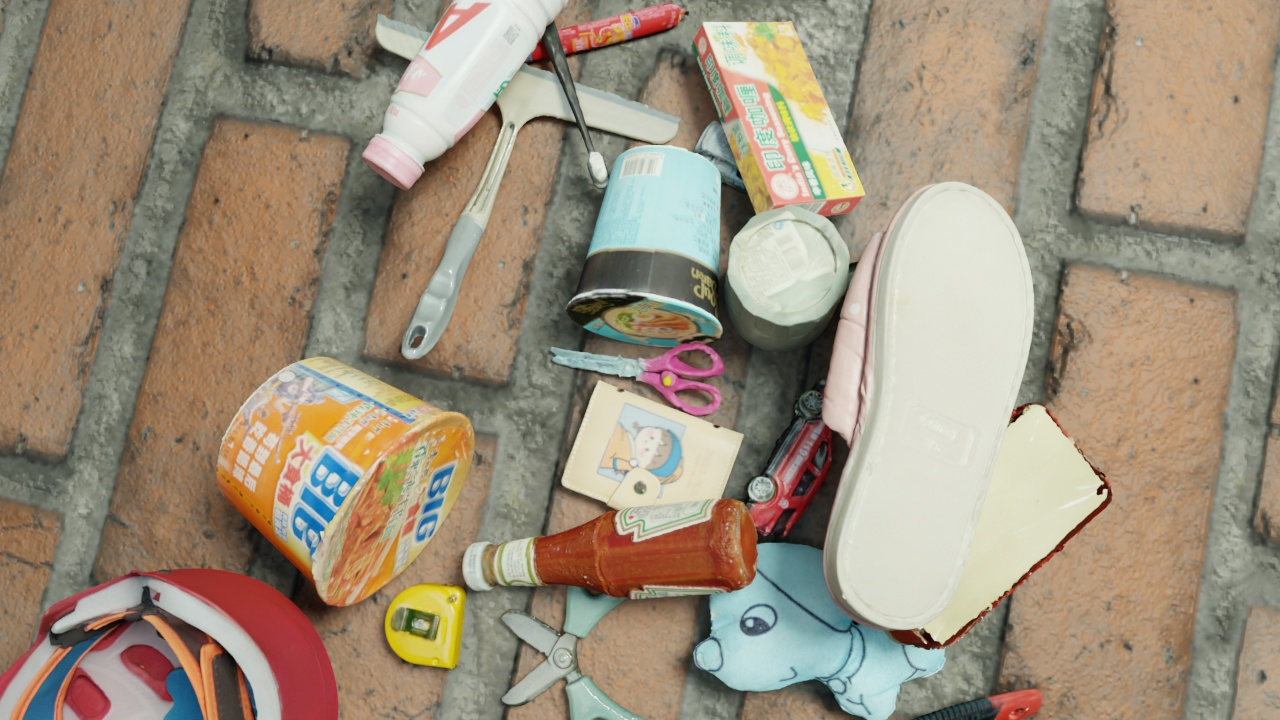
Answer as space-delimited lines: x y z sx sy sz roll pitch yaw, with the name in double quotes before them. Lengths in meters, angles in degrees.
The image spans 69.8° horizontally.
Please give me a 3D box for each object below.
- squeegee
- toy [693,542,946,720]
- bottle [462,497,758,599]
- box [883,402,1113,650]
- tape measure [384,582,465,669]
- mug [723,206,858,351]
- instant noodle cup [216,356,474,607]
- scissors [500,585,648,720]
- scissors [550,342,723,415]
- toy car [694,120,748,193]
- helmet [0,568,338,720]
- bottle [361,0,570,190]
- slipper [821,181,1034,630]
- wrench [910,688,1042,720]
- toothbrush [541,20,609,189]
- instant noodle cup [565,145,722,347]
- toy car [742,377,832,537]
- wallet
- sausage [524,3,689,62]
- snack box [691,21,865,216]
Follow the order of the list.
"squeegee" -0.124 -0.110 0.687 0.246 0.039 0.246 19 75 0
"toy" 0.119 0.180 0.630 0.161 0.050 0.156 -37 80 -10
"bottle" -0.025 0.133 0.626 0.206 0.059 0.059 -10 82 19
"box" 0.215 0.104 0.597 0.168 0.080 0.091 -35 81 -14
"tape measure" -0.156 0.191 0.664 0.057 0.029 0.060 5 83 7
"mug" 0.118 -0.059 0.632 0.124 0.103 0.083 -14 81 4
"instant noodle cup" -0.204 0.075 0.629 0.111 0.151 0.151 30 86 16
"scissors" -0.010 0.208 0.654 0.173 0.019 0.170 39 89 10
"scissors" -0.005 0.003 0.671 0.135 0.017 0.063 13 122 13
"toy car" 0.083 -0.146 0.681 0.090 0.034 0.043 30 83 7
"helmet" -0.307 0.245 0.617 0.240 0.143 0.207 -27 81 16
"bottle" -0.126 -0.212 0.656 0.068 0.068 0.196 33 83 8
"slipper" 0.166 0.024 0.555 0.114 0.054 0.274 16 80 -13
"wrench" 0.141 0.269 0.620 0.273 0.056 0.016 -19 39 1
"toothbrush" -0.056 -0.211 0.689 0.015 0.018 0.181 -19 77 -1
"instant noodle cup" 0.012 -0.082 0.650 0.111 0.111 0.120 7 75 6
"toy car" 0.110 0.069 0.643 0.045 0.053 0.120 28 89 6
"wallet" 0.007 0.074 0.667 0.115 0.024 0.087 21 80 7
"sausage" -0.038 -0.253 0.713 0.156 0.020 0.020 -12 82 4
"snack box" 0.097 -0.174 0.660 0.077 0.027 0.155 -10 71 -23
